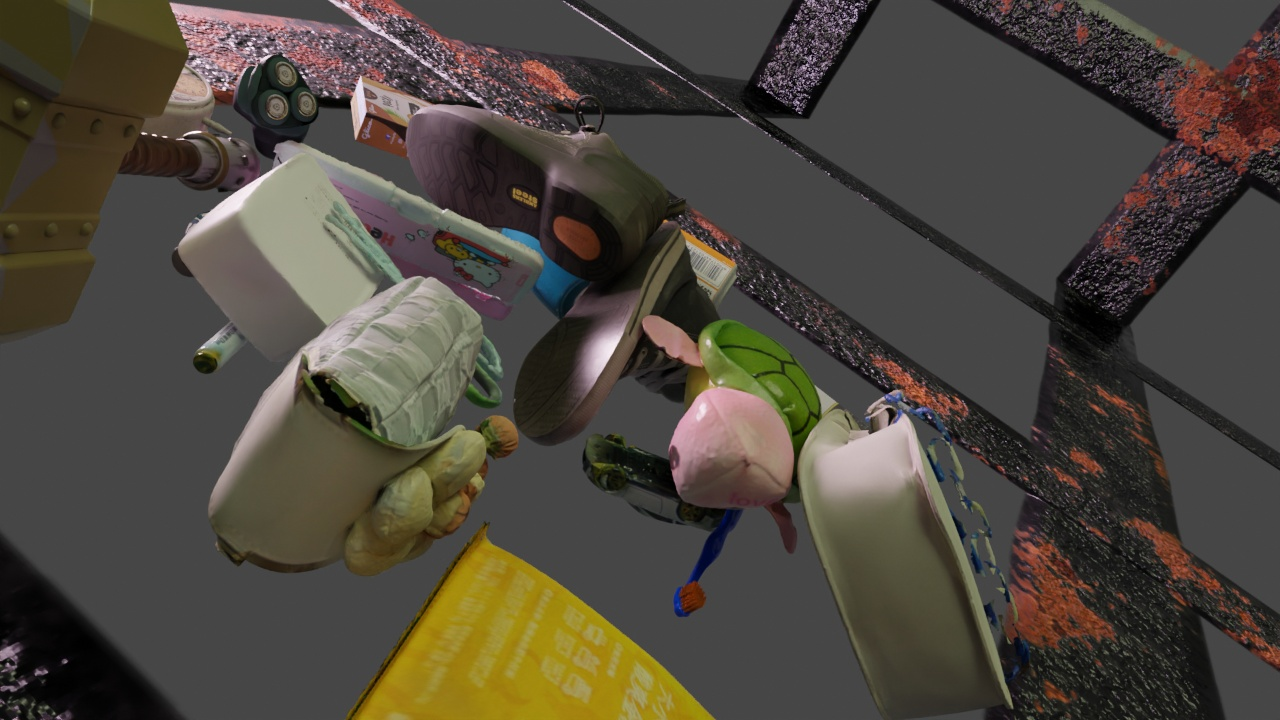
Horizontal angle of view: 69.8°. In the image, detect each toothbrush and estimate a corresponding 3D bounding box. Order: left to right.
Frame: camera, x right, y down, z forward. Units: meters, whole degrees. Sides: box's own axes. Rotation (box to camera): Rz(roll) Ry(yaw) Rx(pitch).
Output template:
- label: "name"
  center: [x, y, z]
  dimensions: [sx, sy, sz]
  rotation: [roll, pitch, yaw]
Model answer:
- label: "toothbrush"
  center: [0.054, 0.120, 0.620]
  dimensions: [0.016, 0.018, 0.182]
  rotation: [56, 26, -4]

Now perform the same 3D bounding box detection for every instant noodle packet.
- label: "instant noodle packet"
  center: [-0.018, 0.191, 0.358]
  dimensions: [0.221, 0.084, 0.162]
  rotation: [36, 25, -3]

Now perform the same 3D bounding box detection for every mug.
- label: "mug"
  center: [-0.057, -0.079, 0.808]
  dimensions: [0.104, 0.084, 0.112]
  rotation: [57, 6, 35]

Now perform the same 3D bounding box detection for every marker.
- label: "marker"
  center: [-0.240, -0.030, 0.578]
  dimensions: [0.017, 0.017, 0.146]
  rotation: [26, 26, -10]

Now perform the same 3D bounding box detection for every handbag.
- label: "handbag"
  center: [-0.128, 0.032, 0.481]
  dimensions: [0.123, 0.113, 0.171]
  rotation: [37, 24, -10]
- label: "handbag"
  center: [0.178, 0.115, 0.592]
  dimensions: [0.201, 0.093, 0.199]
  rotation: [67, 19, -11]

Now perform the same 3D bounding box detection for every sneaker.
- label: "sneaker"
  center: [-0.066, -0.160, 0.737]
  dimensions: [0.238, 0.101, 0.142]
  rotation: [30, 43, 23]
- label: "sneaker"
  center: [-0.004, 0.004, 0.693]
  dimensions: [0.120, 0.095, 0.234]
  rotation: [58, 35, -23]

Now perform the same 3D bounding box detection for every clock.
- label: "clock"
  center: [-0.389, -0.214, 0.700]
  dimensions: [0.157, 0.061, 0.103]
  rotation: [45, 29, 23]

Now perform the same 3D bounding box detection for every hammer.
- label: "hammer"
  center: [-0.307, -0.124, 0.544]
  dimensions: [0.100, 0.190, 0.324]
  rotation: [29, 8, -5]

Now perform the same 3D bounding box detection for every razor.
- label: "razor"
  center: [-0.254, -0.167, 0.637]
  dimensions: [0.052, 0.047, 0.143]
  rotation: [15, -8, -22]

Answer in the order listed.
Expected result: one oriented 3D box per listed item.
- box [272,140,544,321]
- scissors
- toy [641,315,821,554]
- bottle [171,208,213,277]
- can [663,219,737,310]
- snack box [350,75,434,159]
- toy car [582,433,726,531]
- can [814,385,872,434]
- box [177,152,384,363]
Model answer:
- label: "box"
  center: [-0.181, -0.091, 0.700]
  dimensions: [0.201, 0.073, 0.150]
  rotation: [23, 0, -15]
- label: "scissors"
  center: [-0.145, -0.034, 0.602]
  dimensions: [0.175, 0.033, 0.078]
  rotation: [46, 23, -32]
- label: "toy"
  center: [0.075, 0.039, 0.631]
  dimensions: [0.190, 0.088, 0.237]
  rotation: [62, 22, 2]
- label: "bottle"
  center: [-0.266, -0.081, 0.607]
  dimensions: [0.047, 0.047, 0.112]
  rotation: [29, 25, -3]
- label: "can"
  center: [0.020, -0.096, 0.908]
  dimensions: [0.142, 0.079, 0.079]
  rotation: [32, 25, 3]
- label: "snack box"
  center: [-0.207, -0.234, 0.971]
  dimensions: [0.185, 0.032, 0.101]
  rotation: [16, 29, -29]
- label: "toy car"
  center: [0.008, 0.084, 0.619]
  dimensions: [0.105, 0.033, 0.048]
  rotation: [23, 25, -9]
- label: "can"
  center: [0.134, 0.050, 0.782]
  dimensions: [0.127, 0.064, 0.064]
  rotation: [39, 26, 18]
- label: "box"
  center: [-0.222, -0.058, 0.570]
  dimensions: [0.102, 0.076, 0.107]
  rotation: [59, 22, -27]
